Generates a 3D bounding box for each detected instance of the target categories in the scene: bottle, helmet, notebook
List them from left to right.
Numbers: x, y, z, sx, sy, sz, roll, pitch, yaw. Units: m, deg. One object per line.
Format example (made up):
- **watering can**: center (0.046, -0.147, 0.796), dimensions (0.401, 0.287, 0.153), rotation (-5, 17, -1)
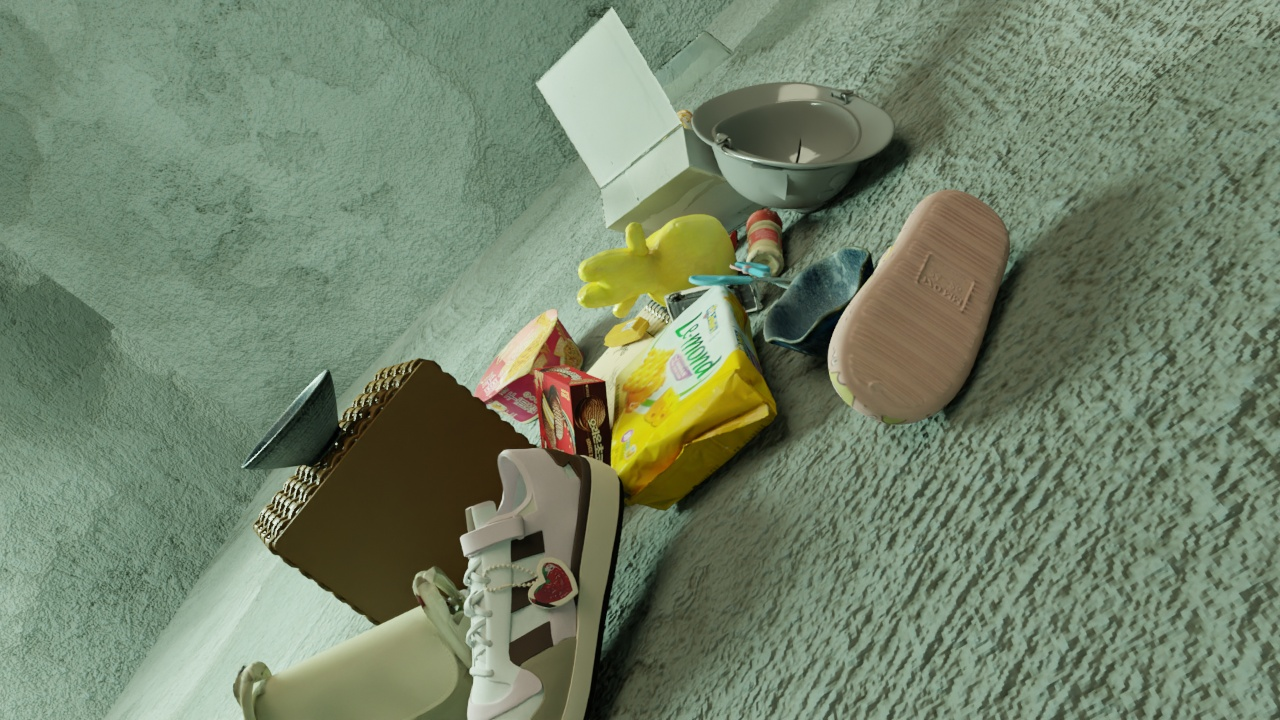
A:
- **notebook**: center (-0.007, 0.007, 1.106), dimensions (0.167, 0.024, 0.225), rotation (-49, 18, 1)
- **bottle**: center (0.079, -0.453, 1.790), dimensions (0.063, 0.063, 0.108), rotation (-36, 22, 32)
- **bottle**: center (0.139, -0.130, 1.025), dimensions (0.044, 0.044, 0.108), rotation (-38, 21, 27)
- **helmet**: center (0.171, -0.222, 1.037), dimensions (0.183, 0.118, 0.271), rotation (-24, 37, -17)

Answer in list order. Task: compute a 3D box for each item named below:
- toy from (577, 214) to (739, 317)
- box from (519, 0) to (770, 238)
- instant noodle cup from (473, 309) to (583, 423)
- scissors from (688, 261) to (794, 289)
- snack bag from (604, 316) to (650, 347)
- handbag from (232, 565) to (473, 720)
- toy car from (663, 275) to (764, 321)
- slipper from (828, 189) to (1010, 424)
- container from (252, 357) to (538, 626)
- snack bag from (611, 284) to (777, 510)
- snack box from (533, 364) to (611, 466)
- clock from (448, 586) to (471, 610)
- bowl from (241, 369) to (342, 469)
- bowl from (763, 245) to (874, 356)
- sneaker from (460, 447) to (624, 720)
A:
- **toy**: center (0.027, -0.103, 1.050), dimensions (0.134, 0.207, 0.092), rotation (101, 158, -51)
- **box**: center (0.010, -0.283, 1.150), dimensions (0.168, 0.330, 0.164), rotation (-28, 11, 44)
- **instant noodle cup**: center (-0.156, 0.017, 1.339), dimensions (0.179, 0.077, 0.178), rotation (-41, 20, 18)
- **scissors**: center (0.106, -0.082, 0.909), dimensions (0.129, 0.015, 0.135), rotation (-7, 14, -20)
- **snack bag**: center (-0.017, -0.034, 1.135), dimensions (0.026, 0.020, 0.099), rotation (-53, 17, -25)
- **handbag**: center (-0.220, 0.301, 0.763), dimensions (0.229, 0.184, 0.131), rotation (-29, 23, 5)
- **toy car**: center (0.081, -0.066, 0.995), dimensions (0.113, 0.039, 0.038), rotation (-9, 16, 39)
- **slipper**: center (0.194, -0.033, 0.654), dimensions (0.196, 0.093, 0.082), rotation (-54, -1, -23)
- **container**: center (-0.268, 0.163, 1.060), dimensions (0.251, 0.219, 0.214), rotation (-54, 19, -19)
- **snack bag**: center (0.047, 0.033, 0.858), dimensions (0.160, 0.068, 0.246), rotation (-41, 19, 18)
- **snack box**: center (-0.069, 0.080, 0.937), dimensions (0.035, 0.133, 0.152), rotation (-8, 8, -18)
- **clock**: center (-0.174, 0.264, 0.906), dimensions (0.083, 0.057, 0.117), rotation (-43, 11, 14)
- **bowl**: center (-0.365, 0.079, 1.002), dimensions (0.137, 0.057, 0.137), rotation (-42, 19, 18)
- **bowl**: center (0.161, -0.041, 0.770), dimensions (0.110, 0.055, 0.110), rotation (-43, 19, 18)
- **sneaker**: center (-0.099, 0.197, 0.693), dimensions (0.112, 0.116, 0.293), rotation (-21, 48, 53)
